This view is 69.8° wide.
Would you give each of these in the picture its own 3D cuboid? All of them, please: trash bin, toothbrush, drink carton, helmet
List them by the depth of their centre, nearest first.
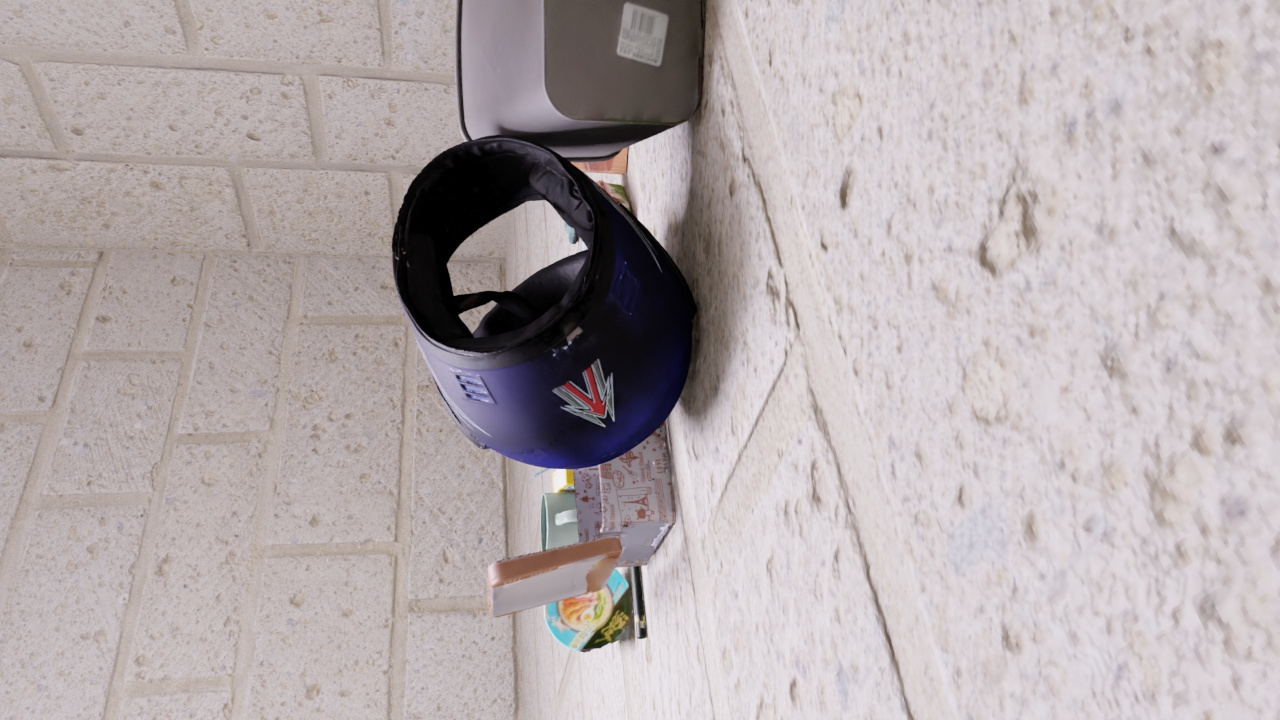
[{"bbox_3d":[-0.085,-0.042,0.871,0.315,0.247,0.240,58,-179,39],"label":"helmet"},{"bbox_3d":[-0.055,-0.297,0.883,0.220,0.198,0.199,-162,70,-63],"label":"trash bin"},{"bbox_3d":[-0.007,0.237,1.091,0.017,0.012,0.185,99,167,-61],"label":"toothbrush"},{"bbox_3d":[-0.041,-0.186,1.163,0.122,0.053,0.046,-105,23,-53],"label":"drink carton"}]

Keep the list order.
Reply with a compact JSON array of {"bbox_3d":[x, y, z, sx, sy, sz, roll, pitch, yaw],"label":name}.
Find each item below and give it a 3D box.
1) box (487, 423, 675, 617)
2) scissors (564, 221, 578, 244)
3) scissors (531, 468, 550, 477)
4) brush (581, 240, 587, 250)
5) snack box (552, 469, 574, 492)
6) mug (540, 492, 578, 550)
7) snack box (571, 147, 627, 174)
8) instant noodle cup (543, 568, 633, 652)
[{"bbox_3d":[-0.072,0.158,0.985,0.181,0.217,0.157,108,147,-62],"label":"box"},{"bbox_3d":[-0.117,-0.288,1.628,0.161,0.019,0.179,-102,18,-49],"label":"scissors"},{"bbox_3d":[-0.083,0.123,1.198,0.017,0.136,0.072,65,156,-3],"label":"scissors"},{"bbox_3d":[-0.072,-0.072,1.293,0.110,0.060,0.314,135,132,-66],"label":"brush"},{"bbox_3d":[-0.063,0.150,1.174,0.141,0.087,0.033,126,142,-71],"label":"snack box"},{"bbox_3d":[-0.068,0.202,1.146,0.112,0.106,0.082,118,151,-67],"label":"mug"},{"bbox_3d":[-0.060,-0.298,1.198,0.092,0.077,0.094,-118,31,-67],"label":"snack box"},{"bbox_3d":[-0.067,0.322,1.175,0.121,0.111,0.111,98,169,-67],"label":"instant noodle cup"}]
